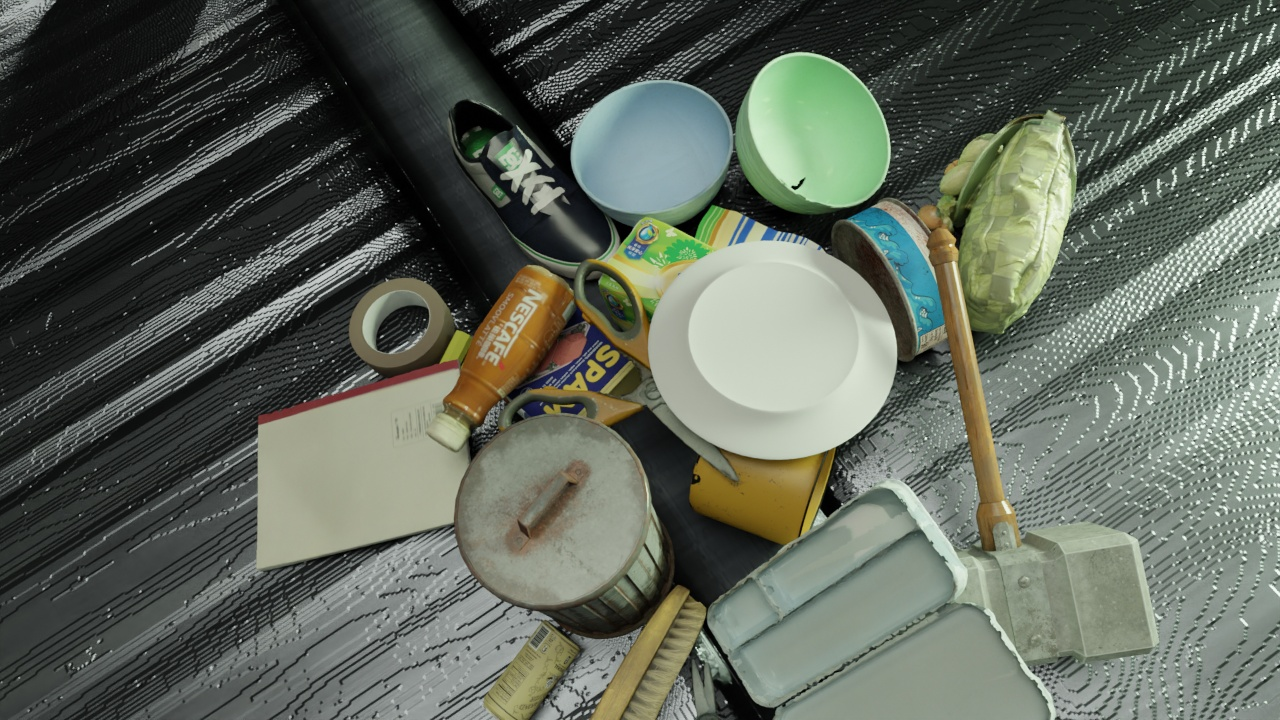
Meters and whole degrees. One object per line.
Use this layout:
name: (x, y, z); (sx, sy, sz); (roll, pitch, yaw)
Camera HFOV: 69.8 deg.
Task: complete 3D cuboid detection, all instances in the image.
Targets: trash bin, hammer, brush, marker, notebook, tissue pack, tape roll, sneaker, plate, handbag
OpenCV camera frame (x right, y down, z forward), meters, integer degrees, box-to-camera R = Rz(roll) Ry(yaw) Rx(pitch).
trash bin: (-0.046, 0.129, 0.674); (0.131, 0.211, 0.130); (-3, 66, 8)
hammer: (0.249, 0.058, 0.672); (0.163, 0.083, 0.317); (-10, 86, 5)
brush: (-0.008, 0.262, 0.695); (0.043, 0.059, 0.195); (29, 76, 10)
marker: (-0.188, 0.031, 0.847); (0.021, 0.018, 0.123); (28, 73, -14)
notebook: (-0.250, 0.092, 0.821); (0.209, 0.012, 0.153); (-15, 65, 10)
tissue pack: (0.084, -0.061, 0.794); (0.198, 0.120, 0.141); (30, 76, 14)
tape roll: (-0.227, -0.030, 0.872); (0.094, 0.030, 0.093); (-3, 66, 8)
sneaker: (-0.110, -0.169, 0.887); (0.084, 0.079, 0.235); (-41, 67, -10)
plate: (0.100, -0.017, 0.698); (0.188, 0.016, 0.188); (-1, 63, 3)
handbag: (0.299, -0.118, 0.782); (0.117, 0.113, 0.186); (17, 71, 24)

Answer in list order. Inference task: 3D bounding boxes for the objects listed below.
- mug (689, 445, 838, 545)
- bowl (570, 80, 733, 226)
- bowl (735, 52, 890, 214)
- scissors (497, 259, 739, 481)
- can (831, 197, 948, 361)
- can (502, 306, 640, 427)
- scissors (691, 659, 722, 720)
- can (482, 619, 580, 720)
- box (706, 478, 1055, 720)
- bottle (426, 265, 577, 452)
mug: (0.100, 0.078, 0.727); (0.094, 0.100, 0.124); (18, 108, 18)
bowl: (0.015, -0.184, 0.875); (0.151, 0.075, 0.150); (-4, 67, 8)
bowl: (0.147, -0.197, 0.845); (0.150, 0.077, 0.150); (6, 74, -22)
scissors: (-0.004, 0.007, 0.722); (0.225, 0.016, 0.216); (-3, 72, 13)
can: (0.211, -0.066, 0.761); (0.044, 0.130, 0.130); (-27, 65, -3)
can: (-0.059, 0.016, 0.811); (0.092, 0.056, 0.116); (39, 78, 23)
scissors: (0.052, 0.307, 0.688); (0.126, 0.019, 0.143); (30, 73, 20)
can: (-0.086, 0.249, 0.724); (0.038, 0.038, 0.079); (33, 76, 21)
box: (0.156, 0.208, 0.644); (0.209, 0.037, 0.189); (-48, 67, 33)
bottle: (-0.118, 0.000, 0.765); (0.059, 0.059, 0.167); (27, 74, 19)
